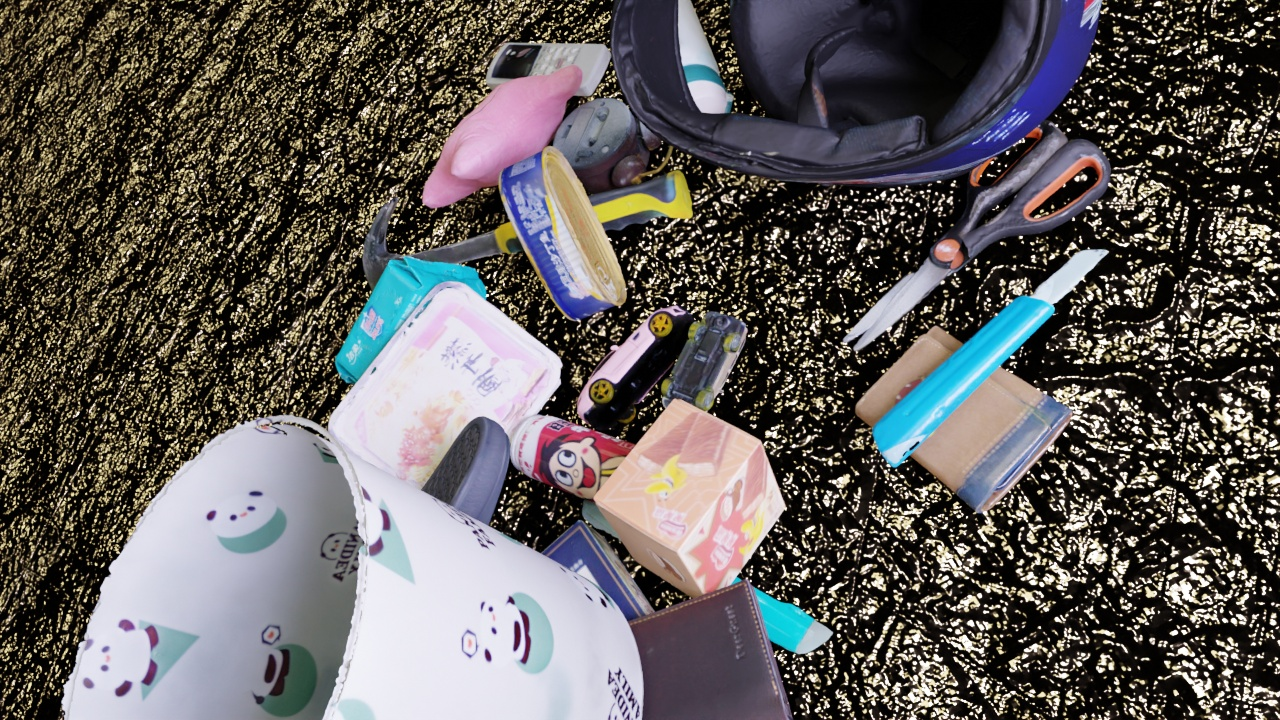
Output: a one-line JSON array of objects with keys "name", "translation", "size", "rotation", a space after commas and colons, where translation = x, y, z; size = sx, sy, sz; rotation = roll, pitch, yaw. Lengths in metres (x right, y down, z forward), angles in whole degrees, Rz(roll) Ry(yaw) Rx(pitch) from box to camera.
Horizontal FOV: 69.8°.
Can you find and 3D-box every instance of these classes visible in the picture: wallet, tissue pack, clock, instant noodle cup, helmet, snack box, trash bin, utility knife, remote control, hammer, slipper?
[{"name": "wallet", "translation": [0.215, 0.036, 0.621], "size": [0.090, 0.033, 0.115], "rotation": [-47, 49, 0]}, {"name": "tissue pack", "translation": [-0.206, -0.032, 0.830], "size": [0.050, 0.093, 0.134], "rotation": [44, 108, 27]}, {"name": "clock", "translation": [-0.025, -0.198, 0.864], "size": [0.122, 0.055, 0.082], "rotation": [12, 70, 32]}, {"name": "instant noodle cup", "translation": [-0.163, 0.035, 0.787], "size": [0.138, 0.060, 0.173], "rotation": [37, 84, 6]}, {"name": "helmet", "translation": [0.160, -0.252, 0.671], "size": [0.316, 0.247, 0.239], "rotation": [1, 22, 22]}, {"name": "snack box", "translation": [0.037, 0.099, 0.636], "size": [0.077, 0.093, 0.094], "rotation": [26, 66, 35]}, {"name": "trash bin", "translation": [-0.142, 0.181, 0.528], "size": [0.230, 0.251, 0.229], "rotation": [-18, 57, 29]}, {"name": "utility knife", "translation": [0.038, 0.152, 0.668], "size": [0.223, 0.013, 0.029], "rotation": [25, 77, 34]}, {"name": "wallet", "translation": [0.028, 0.204, 0.589], "size": [0.122, 0.020, 0.096], "rotation": [-22, 56, 11]}, {"name": "utility knife", "translation": [0.228, -0.006, 0.602], "size": [0.194, 0.018, 0.034], "rotation": [-44, 34, 6]}, {"name": "snack box", "translation": [-0.057, 0.240, 0.652], "size": [0.178, 0.046, 0.182], "rotation": [-42, 53, 3]}, {"name": "remote control", "translation": [-0.103, -0.316, 0.991], "size": [0.150, 0.021, 0.058], "rotation": [14, 72, 33]}, {"name": "hammer", "translation": [-0.112, -0.118, 0.851], "size": [0.324, 0.126, 0.031], "rotation": [-13, 21, 16]}, {"name": "slipper", "translation": [-0.152, 0.163, 0.705], "size": [0.269, 0.083, 0.110], "rotation": [-55, 23, 23]}]

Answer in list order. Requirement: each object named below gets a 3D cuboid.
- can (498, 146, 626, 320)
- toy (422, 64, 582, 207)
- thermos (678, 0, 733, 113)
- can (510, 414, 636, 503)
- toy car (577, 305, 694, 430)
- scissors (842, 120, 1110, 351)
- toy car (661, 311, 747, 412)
[{"name": "can", "translation": [-0.066, -0.107, 0.790], "size": [0.049, 0.148, 0.074], "rotation": [-20, 19, 20]}, {"name": "toy", "translation": [-0.141, -0.219, 0.906], "size": [0.194, 0.074, 0.178], "rotation": [-42, 15, -5]}, {"name": "thermos", "translation": [0.027, -0.305, 0.883], "size": [0.073, 0.073, 0.224], "rotation": [-25, 56, 15]}, {"name": "can", "translation": [-0.038, 0.082, 0.721], "size": [0.133, 0.053, 0.053], "rotation": [16, 73, 34]}, {"name": "toy car", "translation": [-0.004, 0.004, 0.744], "size": [0.122, 0.056, 0.037], "rotation": [-48, 59, -2]}, {"name": "scissors", "translation": [0.247, -0.081, 0.671], "size": [0.143, 0.021, 0.234], "rotation": [22, 76, 35]}, {"name": "toy car", "translation": [0.051, 0.007, 0.724], "size": [0.042, 0.035, 0.090], "rotation": [20, 76, 37]}]
